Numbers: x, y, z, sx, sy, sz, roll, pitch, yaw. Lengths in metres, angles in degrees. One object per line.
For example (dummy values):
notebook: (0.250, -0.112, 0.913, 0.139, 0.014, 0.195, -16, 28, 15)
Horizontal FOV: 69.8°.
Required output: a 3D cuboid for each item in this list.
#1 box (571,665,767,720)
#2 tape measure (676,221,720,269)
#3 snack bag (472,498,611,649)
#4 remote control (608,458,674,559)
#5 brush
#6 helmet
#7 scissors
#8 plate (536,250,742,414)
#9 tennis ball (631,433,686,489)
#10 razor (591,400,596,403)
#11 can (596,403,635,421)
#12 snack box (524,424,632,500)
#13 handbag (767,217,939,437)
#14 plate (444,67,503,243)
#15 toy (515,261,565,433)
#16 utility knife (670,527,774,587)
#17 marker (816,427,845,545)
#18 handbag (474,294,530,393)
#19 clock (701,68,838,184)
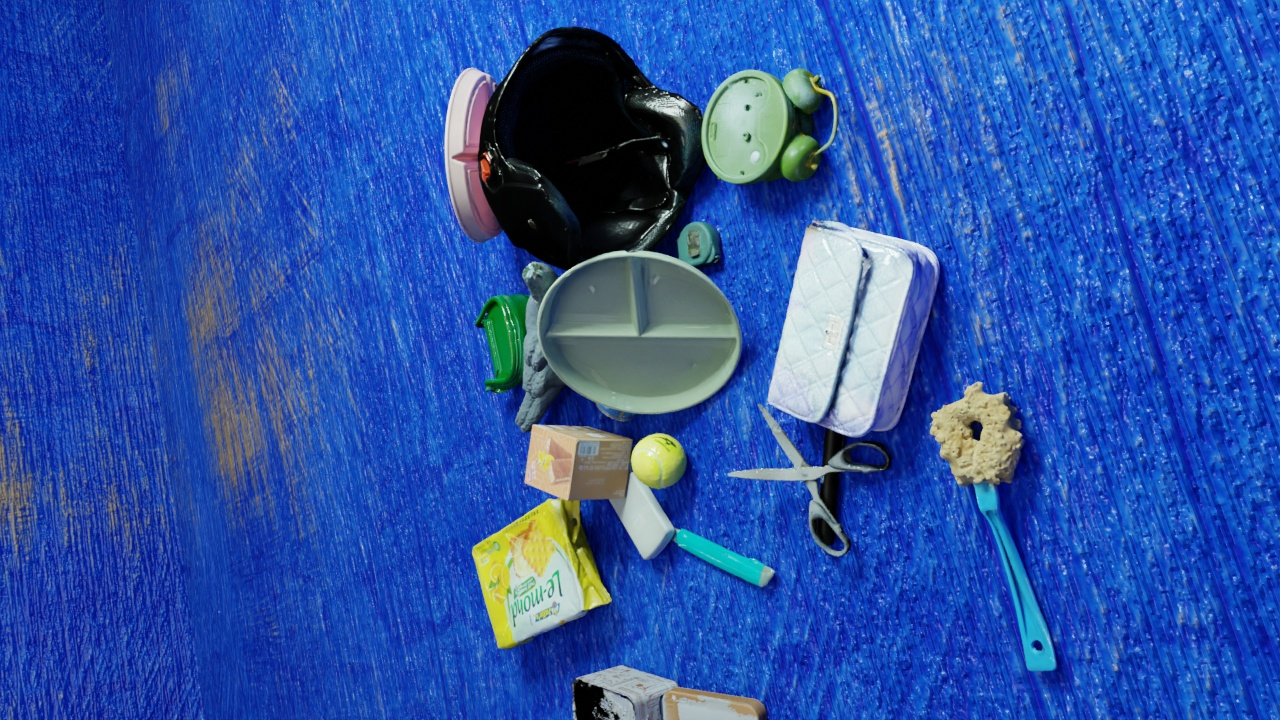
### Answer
box: (0.033, 0.477, 1.094, 0.263, 0.088, 0.178, -4, 88, 48)
tape measure: (0.066, -0.133, 1.062, 0.058, 0.025, 0.054, -11, 85, 46)
snack bag: (-0.138, 0.295, 1.273, 0.247, 0.068, 0.158, -36, 66, 42)
remote control: (-0.009, 0.177, 1.157, 0.058, 0.021, 0.150, -56, 50, 28)
brush: (0.319, 0.145, 0.808, 0.083, 0.045, 0.254, -20, 82, 41)
helmet: (-0.074, -0.230, 1.047, 0.231, 0.232, 0.275, 8, 127, 55)
scissors: (0.170, 0.121, 0.942, 0.177, 0.014, 0.159, -5, 89, 30)
plate: (-0.001, -0.030, 1.030, 0.231, 0.230, 0.027, -47, 20, 37)
tennis ball: (0.022, 0.120, 1.095, 0.066, 0.065, 0.065, 4, 95, 46)
razor: (-0.035, 0.000, 1.179, 0.043, 0.022, 0.143, 37, 117, 37)
can: (-0.007, 0.007, 1.127, 0.053, 0.053, 0.135, 46, 123, 35)
snack box: (-0.078, 0.127, 1.151, 0.094, 0.092, 0.077, 11, 95, 48)
handbag: (0.200, -0.031, 0.890, 0.134, 0.075, 0.194, 24, 108, 44)
plate: (-0.207, -0.272, 1.230, 0.028, 0.229, 0.229, 2, 95, 9)
toy: (-0.111, -0.031, 1.163, 0.091, 0.137, 0.357, 34, 151, 13)
utility knife: (0.082, 0.222, 1.076, 0.193, 0.013, 0.029, 17, 101, 46)
marker: (0.196, 0.125, 0.946, 0.022, 0.020, 0.132, 6, 96, 17)
handbag: (-0.190, -0.024, 1.308, 0.120, 0.067, 0.131, -28, 72, 45)
clock: (0.137, -0.242, 0.959, 0.161, 0.056, 0.116, 7, 98, 46)
